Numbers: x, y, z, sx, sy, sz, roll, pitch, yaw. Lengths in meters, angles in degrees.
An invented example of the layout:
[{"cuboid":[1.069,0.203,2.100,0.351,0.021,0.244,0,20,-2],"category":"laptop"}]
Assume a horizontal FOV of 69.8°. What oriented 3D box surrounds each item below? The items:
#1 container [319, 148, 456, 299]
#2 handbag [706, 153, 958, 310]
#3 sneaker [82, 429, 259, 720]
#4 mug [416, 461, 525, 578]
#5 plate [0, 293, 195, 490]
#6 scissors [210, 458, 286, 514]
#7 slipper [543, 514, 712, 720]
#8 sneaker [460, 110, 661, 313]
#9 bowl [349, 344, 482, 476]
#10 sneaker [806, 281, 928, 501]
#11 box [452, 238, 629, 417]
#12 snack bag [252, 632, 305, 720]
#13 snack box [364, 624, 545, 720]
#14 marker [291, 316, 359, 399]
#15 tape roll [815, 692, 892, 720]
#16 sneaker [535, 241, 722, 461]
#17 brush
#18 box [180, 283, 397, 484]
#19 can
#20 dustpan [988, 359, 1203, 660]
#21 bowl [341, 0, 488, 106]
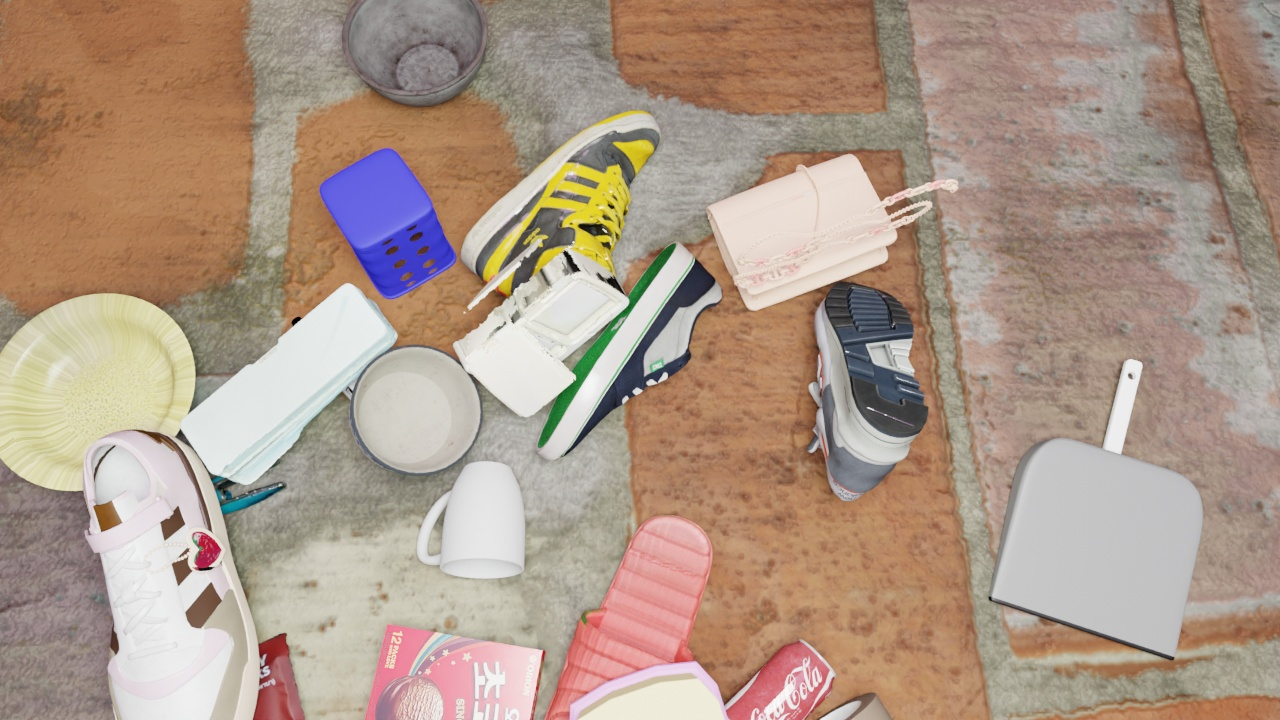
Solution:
[{"cuboid":[-0.236,-0.127,0.861,0.084,0.114,0.085,-33,76,-11],"category":"container"},{"cuboid":[0.159,-0.148,0.834,0.199,0.187,0.116,-20,73,-1],"category":"handbag"},{"cuboid":[-0.382,0.187,0.721,0.111,0.116,0.293,-13,74,-6],"category":"sneaker"},{"cuboid":[-0.152,0.141,0.808,0.107,0.071,0.089,-14,61,23],"category":"mug"},{"cuboid":[-0.498,0.031,0.846,0.184,0.036,0.184,0,73,-2],"category":"plate"},{"cuboid":[-0.390,0.133,0.825,0.135,0.019,0.130,22,74,8],"category":"scissors"},{"cuboid":[-0.006,0.245,0.775,0.103,0.059,0.248,24,72,7],"category":"slipper"},{"cuboid":[-0.046,-0.134,0.880,0.238,0.086,0.122,-41,71,-8],"category":"sneaker"},{"cuboid":[-0.206,0.048,0.822,0.115,0.059,0.115,7,75,-27],"category":"bowl"},{"cuboid":[0.189,0.031,0.827,0.089,0.124,0.239,14,32,-2],"category":"sneaker"},{"cuboid":[-0.098,-0.026,0.774,0.144,0.181,0.081,-40,61,17],"category":"box"},{"cuboid":[-0.322,0.342,0.737,0.139,0.067,0.208,-28,68,-9],"category":"snack bag"},{"cuboid":[-0.160,0.309,0.763,0.132,0.036,0.151,9,72,2],"category":"snack box"},{"cuboid":[-0.286,0.005,0.865,0.025,0.025,0.126,-43,78,-13],"category":"marker"},{"cuboid":[0.158,0.306,0.738,0.093,0.094,0.030,-30,75,-10],"category":"tape roll"},{"cuboid":[-0.005,0.005,0.846,0.079,0.084,0.235,39,78,-14],"category":"sneaker"},{"cuboid":[-0.041,0.308,0.715,0.228,0.043,0.089,-17,88,-5],"category":"brush"},{"cuboid":[-0.308,0.020,0.814,0.199,0.072,0.086,-42,41,-4],"category":"box"},{"cuboid":[0.115,0.283,0.766,0.096,0.054,0.054,-41,77,-13],"category":"can"},{"cuboid":[0.428,0.119,0.839,0.163,0.033,0.257,18,82,5],"category":"dustpan"},{"cuboid":[-0.226,-0.318,0.947,0.145,0.067,0.144,0,72,-1],"category":"bowl"}]
